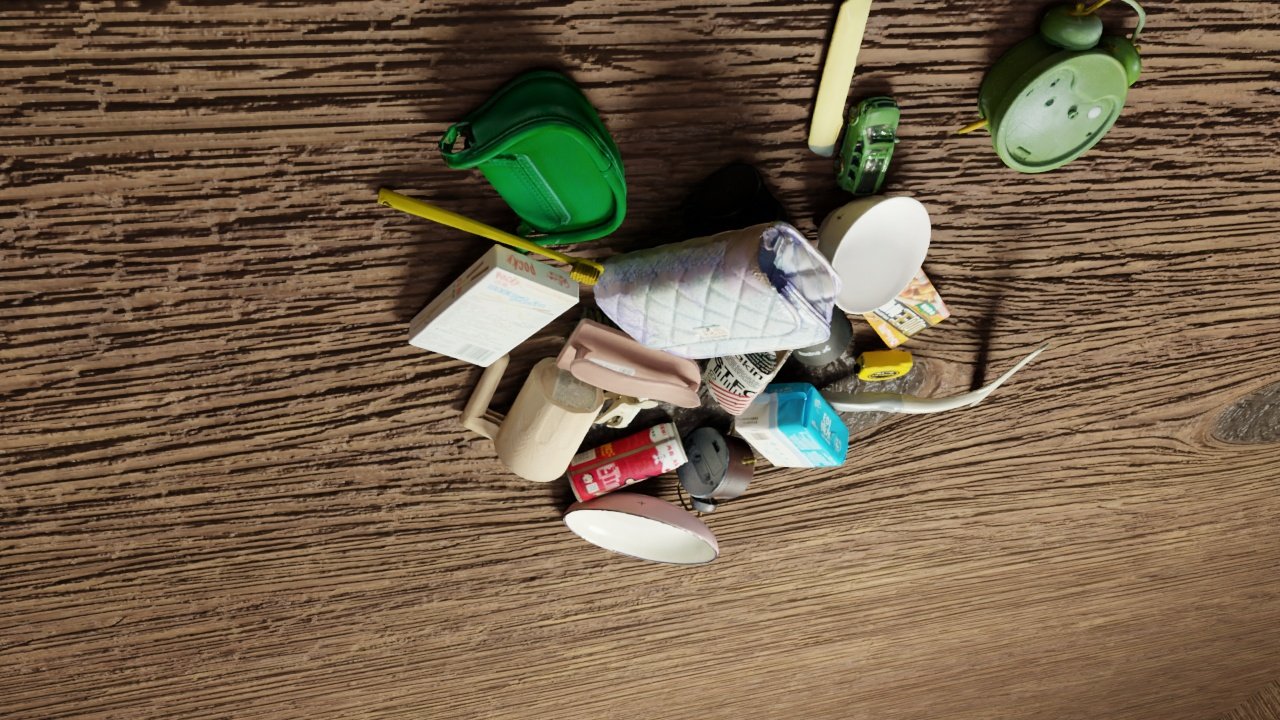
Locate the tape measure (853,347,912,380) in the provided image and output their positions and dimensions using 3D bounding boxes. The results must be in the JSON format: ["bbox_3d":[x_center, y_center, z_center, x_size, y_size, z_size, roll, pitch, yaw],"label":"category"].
[{"bbox_3d":[0.273,0.002,1.036,0.060,0.029,0.057,-4,164,-2],"label":"tape measure"}]

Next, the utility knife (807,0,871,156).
[{"bbox_3d":[0.165,-0.239,0.748,0.031,0.019,0.178,-11,145,-15],"label":"utility knife"}]

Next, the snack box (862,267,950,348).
[{"bbox_3d":[0.262,-0.074,0.961,0.075,0.026,0.153,-33,137,17],"label":"snack box"}]

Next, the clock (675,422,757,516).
[{"bbox_3d":[0.081,0.130,1.081,0.055,0.082,0.122,14,128,-40],"label":"clock"}]

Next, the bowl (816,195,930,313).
[{"bbox_3d":[0.205,-0.110,0.861,0.118,0.064,0.118,-18,130,-23],"label":"bowl"}]

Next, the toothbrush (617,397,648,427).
[{"bbox_3d":[0.027,0.011,0.977,0.020,0.029,0.190,41,124,2],"label":"toothbrush"}]

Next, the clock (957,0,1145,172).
[{"bbox_3d":[0.363,-0.239,0.792,0.116,0.056,0.162,15,130,-33],"label":"clock"}]

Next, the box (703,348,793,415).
[{"bbox_3d":[0.113,-0.006,0.943,0.077,0.075,0.164,-40,166,-20],"label":"box"}]

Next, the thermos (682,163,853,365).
[{"bbox_3d":[0.123,-0.086,0.879,0.090,0.068,0.242,-3,147,33],"label":"thermos"}]

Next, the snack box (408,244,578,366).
[{"bbox_3d":[-0.133,-0.044,0.818,0.084,0.026,0.157,20,145,-35],"label":"snack box"}]

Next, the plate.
[{"bbox_3d":[0.003,0.200,1.116,0.192,0.039,0.193,12,154,6],"label":"plate"}]

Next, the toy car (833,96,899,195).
[{"bbox_3d":[0.201,-0.188,0.808,0.043,0.036,0.091,-6,134,-11],"label":"toy car"}]

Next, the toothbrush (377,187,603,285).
[{"bbox_3d":[-0.121,-0.099,0.738,0.190,0.016,0.016,20,153,-1],"label":"toothbrush"}]

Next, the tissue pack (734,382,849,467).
[{"bbox_3d":[0.174,0.073,1.046,0.090,0.063,0.140,-5,149,35],"label":"tissue pack"}]

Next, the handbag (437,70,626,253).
[{"bbox_3d":[-0.078,-0.149,0.723,0.120,0.067,0.131,-22,141,16],"label":"handbag"}]

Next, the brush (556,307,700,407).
[{"bbox_3d":[-0.005,0.005,0.904,0.145,0.073,0.063,19,128,-22],"label":"brush"}]

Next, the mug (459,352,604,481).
[{"bbox_3d":[-0.111,0.051,0.936,0.124,0.084,0.104,27,125,-8],"label":"mug"}]

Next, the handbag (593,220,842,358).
[{"bbox_3d":[0.069,-0.056,0.806,0.194,0.075,0.134,-8,146,43],"label":"handbag"}]

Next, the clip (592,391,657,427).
[{"bbox_3d":[-0.019,0.042,0.981,0.034,0.060,0.097,15,141,-31],"label":"clip"}]

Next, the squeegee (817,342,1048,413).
[{"bbox_3d":[0.309,0.043,1.061,0.246,0.039,0.246,-5,164,3],"label":"squeegee"}]

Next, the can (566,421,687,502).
[{"bbox_3d":[-0.016,0.115,1.049,0.133,0.053,0.053,-20,139,3],"label":"can"}]
